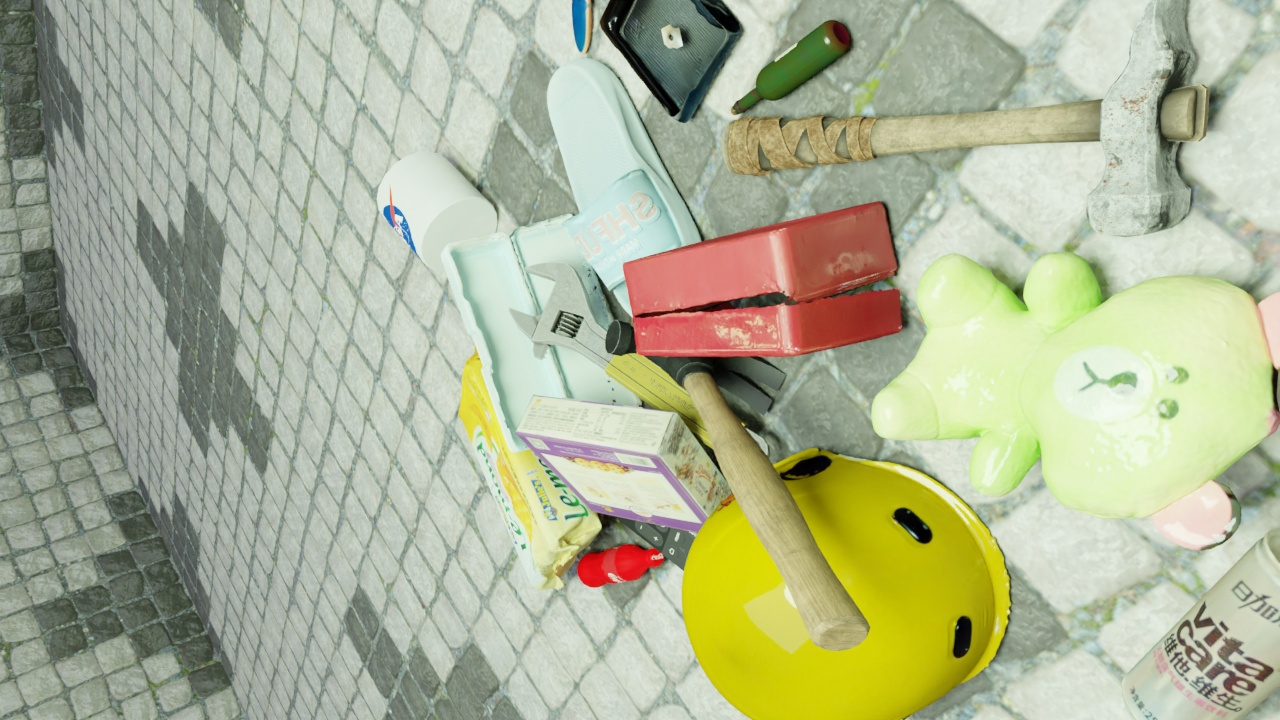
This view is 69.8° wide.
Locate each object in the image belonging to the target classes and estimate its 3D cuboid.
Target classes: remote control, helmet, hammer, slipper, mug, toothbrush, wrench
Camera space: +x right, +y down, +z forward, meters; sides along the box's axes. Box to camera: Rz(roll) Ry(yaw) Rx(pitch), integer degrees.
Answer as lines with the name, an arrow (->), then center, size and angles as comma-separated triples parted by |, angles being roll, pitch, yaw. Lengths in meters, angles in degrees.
remote control -> 0.020, 0.159, 0.857 | 0.147, 0.008, 0.045 | 34, 128, 24
helmet -> 0.124, 0.179, 0.663 | 0.241, 0.139, 0.209 | -29, 82, 49
hammer -> 0.074, 0.069, 0.620 | 0.040, 0.132, 0.305 | -66, 28, 25
slipper -> -0.028, -0.137, 0.769 | 0.104, 0.074, 0.245 | -31, 79, 50
hammer -> 0.171, -0.141, 0.566 | 0.319, 0.048, 0.121 | 10, 109, 48
mug -> -0.209, -0.148, 0.969 | 0.090, 0.091, 0.121 | 45, 168, 28
toothbrush -> -0.047, -0.325, 0.762 | 0.021, 0.017, 0.135 | 31, 126, 40
wrench -> -0.004, 0.004, 0.767 | 0.273, 0.018, 0.083 | 33, 85, 21

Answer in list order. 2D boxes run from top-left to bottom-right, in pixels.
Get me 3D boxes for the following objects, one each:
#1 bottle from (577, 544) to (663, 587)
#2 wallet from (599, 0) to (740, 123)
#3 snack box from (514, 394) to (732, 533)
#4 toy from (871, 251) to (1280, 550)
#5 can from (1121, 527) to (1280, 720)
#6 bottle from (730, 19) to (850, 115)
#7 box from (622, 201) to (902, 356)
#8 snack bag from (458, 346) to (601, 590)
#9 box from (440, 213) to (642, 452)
bottle -> -0.018, 0.203, 0.915 | 0.119, 0.036, 0.036 | -26, 84, 49
wallet -> 0.022, -0.253, 0.703 | 0.115, 0.026, 0.089 | 56, 138, 18
snack box -> -0.009, 0.090, 0.772 | 0.144, 0.040, 0.148 | 5, 148, 33
toy -> 0.241, 0.015, 0.506 | 0.197, 0.107, 0.150 | 22, 97, 33
can -> 0.320, 0.155, 0.496 | 0.054, 0.054, 0.136 | 43, 133, 30
bottle -> 0.099, -0.198, 0.636 | 0.106, 0.025, 0.025 | -25, 85, 50
box -> 0.082, -0.051, 0.635 | 0.158, 0.129, 0.092 | 0, 103, 48
snack bag -> -0.117, 0.104, 0.933 | 0.247, 0.068, 0.160 | 64, 159, 17
box -> -0.090, -0.027, 0.838 | 0.041, 0.134, 0.197 | -23, 86, 63
